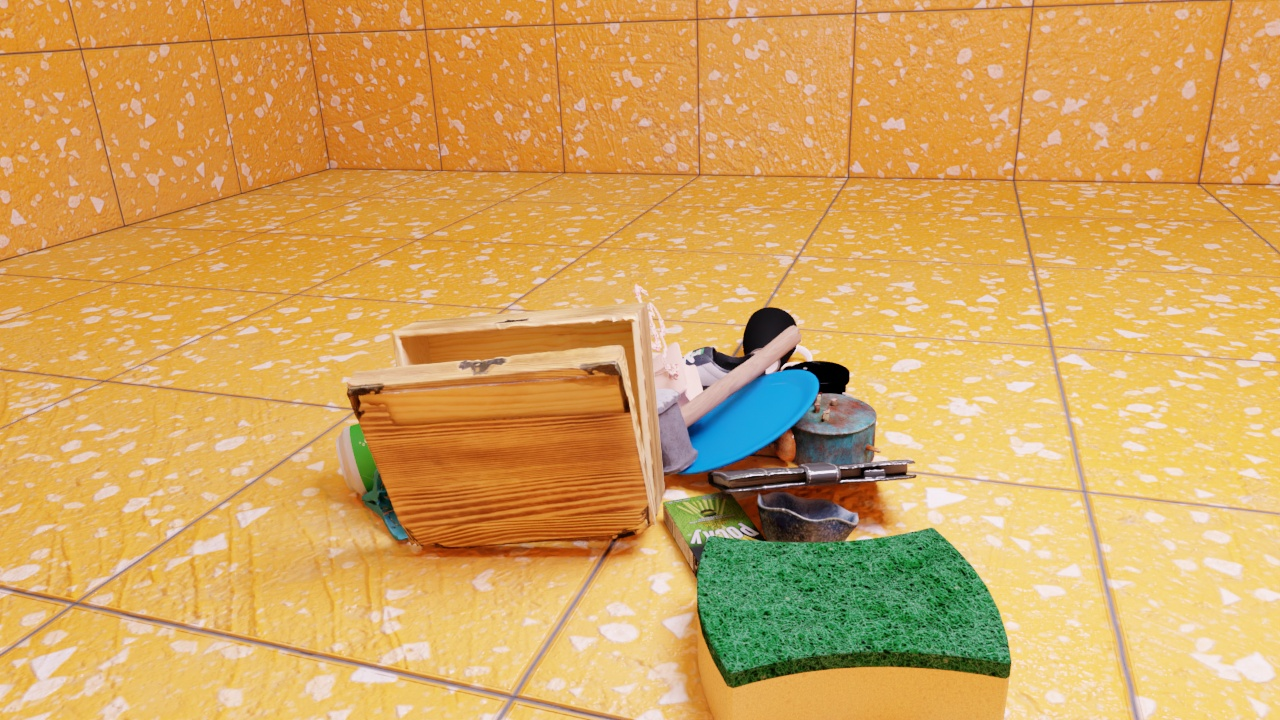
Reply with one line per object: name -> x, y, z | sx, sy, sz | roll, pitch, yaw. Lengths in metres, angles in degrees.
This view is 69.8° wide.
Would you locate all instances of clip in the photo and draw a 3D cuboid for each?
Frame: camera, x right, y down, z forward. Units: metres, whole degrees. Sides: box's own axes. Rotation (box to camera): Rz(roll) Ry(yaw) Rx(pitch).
clip -> -0.287, 0.171, 1.057 | 0.033, 0.121, 0.119 | -19, 61, -34

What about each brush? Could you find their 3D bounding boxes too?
brush -> 0.175, 0.234, 0.804 | 0.250, 0.075, 0.194 | -2, 21, 1

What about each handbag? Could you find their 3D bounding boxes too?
handbag -> -0.007, 0.007, 1.256 | 0.117, 0.187, 0.198 | -33, 22, 12

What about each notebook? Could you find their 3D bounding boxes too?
notebook -> 0.189, 0.131, 1.047 | 0.209, 0.029, 0.169 | -6, -7, -3

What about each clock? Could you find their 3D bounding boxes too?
clock -> 0.225, 0.087, 1.183 | 0.158, 0.073, 0.121 | 1, 21, 10
clock -> 0.249, 0.036, 1.350 | 0.121, 0.043, 0.091 | 0, 21, 6

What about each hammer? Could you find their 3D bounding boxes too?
hammer -> 0.112, 0.034, 1.189 | 0.052, 0.098, 0.327 | 1, 25, 47

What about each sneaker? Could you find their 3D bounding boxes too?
sneaker -> 0.071, 0.016, 1.371 | 0.235, 0.079, 0.084 | 2, 23, 12

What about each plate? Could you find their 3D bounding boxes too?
plate -> 0.130, 0.084, 1.174 | 0.224, 0.024, 0.224 | -29, 15, 8

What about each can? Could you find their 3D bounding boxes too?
can -> -0.298, 0.109, 1.140 | 0.139, 0.088, 0.088 | -16, 24, -10

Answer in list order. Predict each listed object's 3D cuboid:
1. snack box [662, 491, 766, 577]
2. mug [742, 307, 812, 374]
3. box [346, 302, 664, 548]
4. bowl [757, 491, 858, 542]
snack box -> 0.084, 0.192, 0.991 | 0.080, 0.025, 0.147 | -8, 22, -13
mug -> 0.218, -0.017, 1.460 | 0.119, 0.085, 0.100 | 28, 37, -3
box -> -0.127, 0.087, 0.982 | 0.279, 0.259, 0.220 | -5, 12, 6
bowl -> 0.171, 0.176, 0.964 | 0.110, 0.055, 0.110 | 9, 3, -1
